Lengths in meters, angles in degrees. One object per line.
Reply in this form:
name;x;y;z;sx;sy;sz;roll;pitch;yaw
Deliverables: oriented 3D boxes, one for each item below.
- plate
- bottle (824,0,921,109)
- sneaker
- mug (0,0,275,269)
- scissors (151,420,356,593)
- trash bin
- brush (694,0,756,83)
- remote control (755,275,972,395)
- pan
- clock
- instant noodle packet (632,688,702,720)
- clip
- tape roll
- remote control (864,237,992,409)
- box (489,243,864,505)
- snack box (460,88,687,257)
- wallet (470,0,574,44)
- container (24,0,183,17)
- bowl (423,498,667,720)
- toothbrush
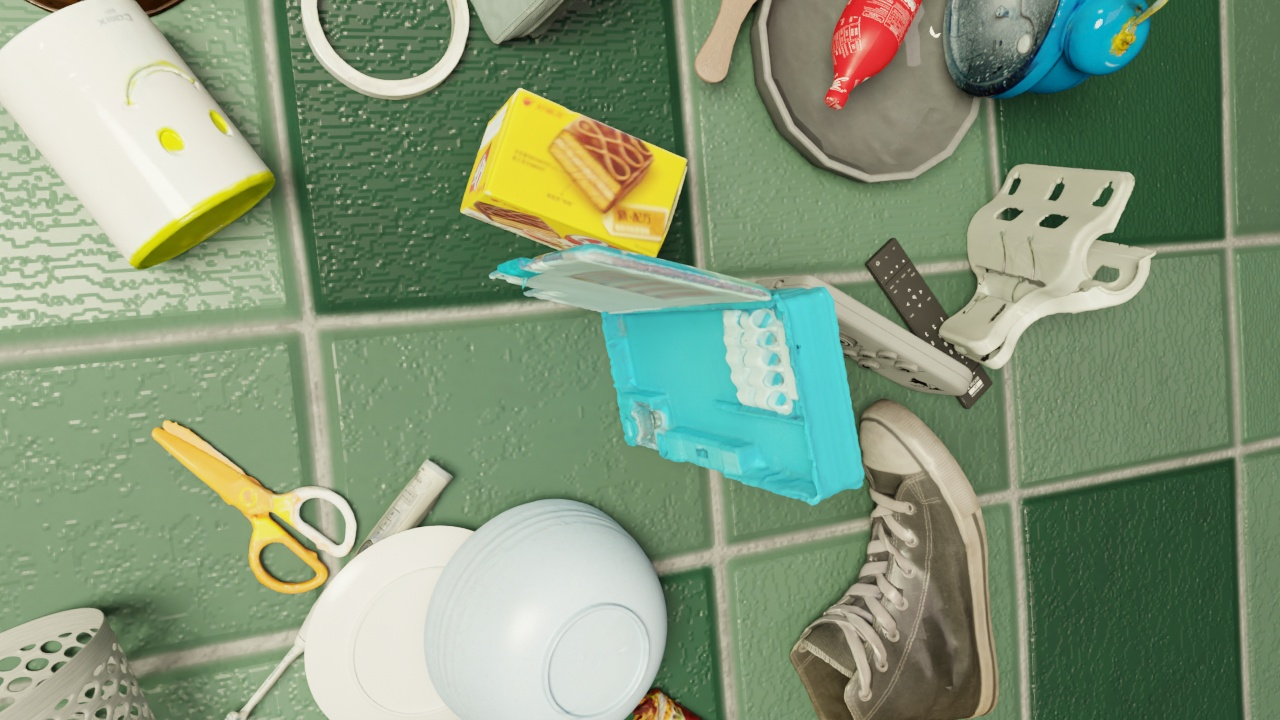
plate;-0.126;0.164;0.538;0.134;0.011;0.134;-6;102;-28
bottle;0.151;-0.221;0.577;0.042;0.042;0.141;30;82;-19
sneaker;0.160;0.148;0.620;0.119;0.095;0.235;-14;104;-20
mug;-0.249;-0.111;0.456;0.082;0.083;0.106;-38;103;-15
scissors;-0.216;0.074;0.513;0.065;0.013;0.128;-46;107;-14
trash bin;-0.286;0.237;0.421;0.156;0.156;0.183;-25;103;-18
brush;0.065;-0.233;0.559;0.050;0.015;0.135;23;85;-15
remote control;0.149;-0.014;0.614;0.151;0.074;0.019;27;82;-20
pan;0.096;-0.274;0.600;0.178;0.041;0.357;-43;106;-14
clock;0.250;-0.219;0.552;0.060;0.161;0.117;2;94;-18
instant noodle packet;0.026;0.287;0.601;0.135;0.040;0.098;40;72;-17
clip;0.281;-0.057;0.638;0.104;0.126;0.152;16;100;-14
tape roll;-0.146;-0.198;0.527;0.093;0.013;0.093;-1;93;-21
remote control;0.212;-0.026;0.671;0.030;0.009;0.140;-42;106;-14
box;0.011;-0.013;0.480;0.084;0.227;0.171;-47;107;-14
snack box;-0.040;-0.100;0.534;0.105;0.084;0.061;19;85;-20
wallet;-0.063;-0.238;0.494;0.054;0.132;0.100;-34;104;-20
container;-0.258;-0.241;0.400;0.132;0.167;0.132;-1;92;-21
bowl;-0.042;0.162;0.534;0.150;0.075;0.150;-5;100;-32
toothbrush;-0.173;0.136;0.527;0.022;0.024;0.185;33;78;25
